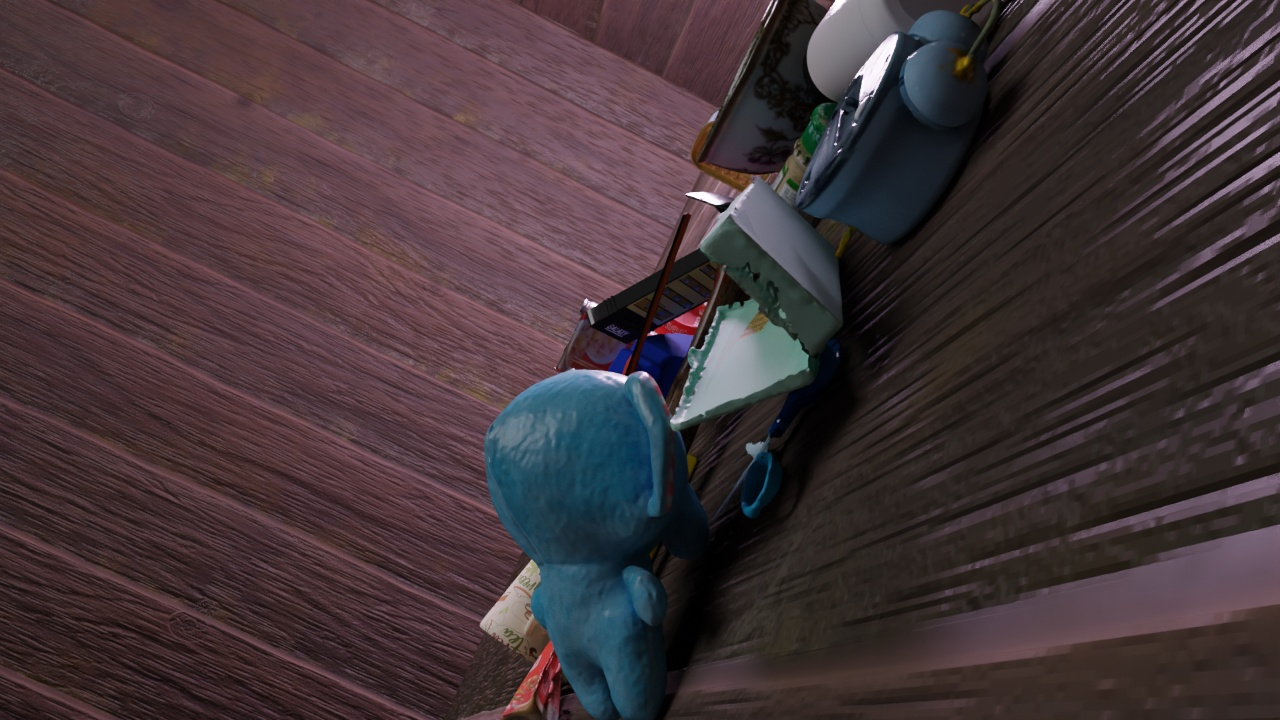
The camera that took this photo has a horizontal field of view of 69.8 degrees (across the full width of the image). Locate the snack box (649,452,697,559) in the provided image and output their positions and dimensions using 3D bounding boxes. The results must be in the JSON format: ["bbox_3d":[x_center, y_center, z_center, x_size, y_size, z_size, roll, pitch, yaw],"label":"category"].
[{"bbox_3d":[-0.006,0.135,0.674,0.152,0.025,0.075,-64,3,-10],"label":"snack box"}]

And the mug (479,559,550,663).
[{"bbox_3d":[-0.088,0.219,0.833,0.097,0.081,0.122,-57,-7,-16],"label":"mug"}]

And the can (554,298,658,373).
[{"bbox_3d":[-0.005,0.005,0.774,0.067,0.124,0.066,-64,4,7],"label":"can"}]

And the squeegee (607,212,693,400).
[{"bbox_3d":[0.017,0.006,0.672,0.184,0.055,0.250,-14,-51,-60],"label":"squeegee"}]

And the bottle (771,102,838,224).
[{"bbox_3d":[0.116,-0.125,0.641,0.110,0.042,0.042,118,176,-47],"label":"bottle"}]

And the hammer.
[{"bbox_3d":[0.013,0.056,0.589,0.120,0.033,0.330,17,-85,-53],"label":"hammer"}]

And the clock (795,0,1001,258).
[{"bbox_3d":[0.119,-0.109,0.413,0.125,0.051,0.088,-60,4,39],"label":"clock"}]

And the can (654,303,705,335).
[{"bbox_3d":[0.015,-0.001,0.923,0.143,0.074,0.074,-61,5,37],"label":"can"}]

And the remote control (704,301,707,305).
[{"bbox_3d":[0.085,-0.083,0.911,0.050,0.022,0.134,-66,5,-26],"label":"remote control"}]

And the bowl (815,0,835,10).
[{"bbox_3d":[0.195,-0.353,0.820,0.153,0.076,0.153,-62,4,7],"label":"bowl"}]

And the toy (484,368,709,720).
[{"bbox_3d":[-0.013,0.090,0.474,0.184,0.114,0.180,-30,73,55],"label":"toy"}]

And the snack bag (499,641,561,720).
[{"bbox_3d":[-0.072,0.256,0.739,0.155,0.044,0.087,-56,-15,-75],"label":"snack bag"}]

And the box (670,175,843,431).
[{"bbox_3d":[0.049,-0.026,0.459,0.092,0.077,0.188,-47,4,20],"label":"box"}]

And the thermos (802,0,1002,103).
[{"bbox_3d":[0.153,-0.208,0.545,0.101,0.068,0.229,-50,4,6],"label":"thermos"}]

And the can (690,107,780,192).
[{"bbox_3d":[0.103,-0.201,0.895,0.054,0.100,0.058,-60,2,32],"label":"can"}]

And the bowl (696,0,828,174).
[{"bbox_3d":[0.123,-0.219,0.762,0.160,0.094,0.160,-64,4,7],"label":"bowl"}]

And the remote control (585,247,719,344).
[{"bbox_3d":[0.029,-0.052,0.668,0.134,0.013,0.058,-28,-25,22],"label":"remote control"}]

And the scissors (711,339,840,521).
[{"bbox_3d":[0.067,0.036,0.451,0.117,0.014,0.130,-61,-3,-4],"label":"scissors"}]
